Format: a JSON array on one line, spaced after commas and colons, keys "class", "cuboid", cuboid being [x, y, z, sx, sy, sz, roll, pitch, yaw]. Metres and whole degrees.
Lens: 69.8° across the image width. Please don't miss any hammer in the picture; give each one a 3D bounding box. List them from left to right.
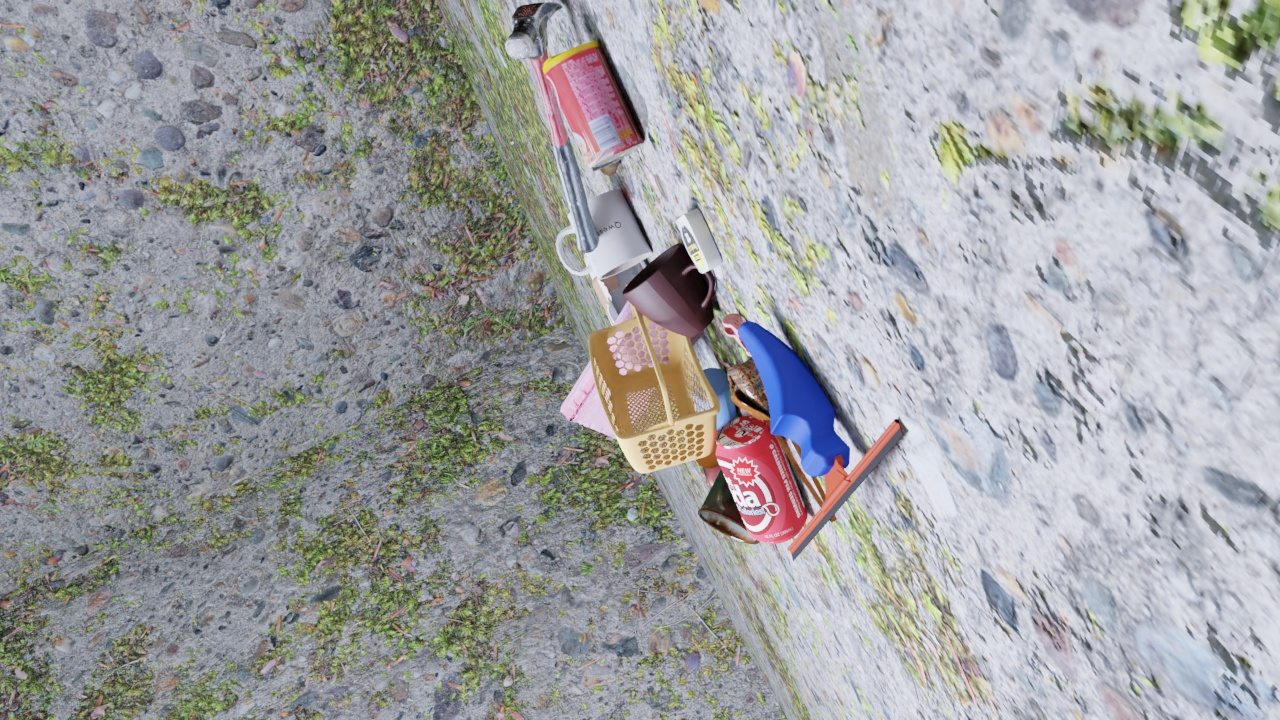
[{"class": "hammer", "cuboid": [-0.095, -0.273, 1.114, 0.140, 0.036, 0.327, -80, -17, -44]}]

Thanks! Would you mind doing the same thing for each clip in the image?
[{"class": "clip", "cuboid": [0.103, -0.030, 0.936, 0.060, 0.023, 0.044, 59, 168, 29]}]

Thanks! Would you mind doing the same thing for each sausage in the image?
[{"class": "sausage", "cuboid": [0.109, 0.105, 1.176, 0.040, 0.040, 0.156, 63, 158, 10]}]

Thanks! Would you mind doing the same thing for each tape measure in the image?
[{"class": "tape measure", "cuboid": [0.059, -0.122, 0.939, 0.065, 0.016, 0.064, 64, 174, -4]}]

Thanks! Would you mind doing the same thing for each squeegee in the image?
[{"class": "squeegee", "cuboid": [0.136, 0.042, 0.791, 0.184, 0.055, 0.250, 61, 156, 25]}]

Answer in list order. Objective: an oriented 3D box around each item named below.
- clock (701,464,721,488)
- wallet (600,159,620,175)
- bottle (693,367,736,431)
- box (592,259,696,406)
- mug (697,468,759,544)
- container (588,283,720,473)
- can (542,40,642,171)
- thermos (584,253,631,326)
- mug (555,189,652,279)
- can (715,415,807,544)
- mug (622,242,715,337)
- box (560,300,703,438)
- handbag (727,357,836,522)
[{"class": "clock", "cuboid": [0.132, 0.173, 1.299, 0.156, 0.062, 0.110, -83, -31, -76]}, {"class": "wallet", "cuboid": [-0.055, -0.299, 1.144, 0.121, 0.027, 0.099, 65, 169, 3]}, {"class": "bottle", "cuboid": [0.102, 0.066, 1.206, 0.048, 0.048, 0.131, 59, 172, 39]}, {"class": "box", "cuboid": [0.012, -0.042, 1.359, 0.217, 0.114, 0.096, 63, 154, 2]}, {"class": "mug", "cuboid": [0.123, 0.170, 1.154, 0.085, 0.081, 0.111, 17, 157, 31]}, {"class": "container", "cuboid": [0.011, 0.018, 1.089, 0.167, 0.129, 0.183, 78, 176, -46]}, {"class": "can", "cuboid": [-0.051, -0.276, 0.995, 0.124, 0.066, 0.067, 65, 174, -7]}, {"class": "thermos", "cuboid": [-0.035, -0.116, 1.557, 0.230, 0.068, 0.101, 69, -175, -47]}, {"class": "mug", "cuboid": [-0.058, -0.166, 1.270, 0.096, 0.120, 0.083, 64, -168, 1]}, {"class": "can", "cuboid": [0.140, 0.139, 1.062, 0.142, 0.074, 0.074, 66, 174, -22]}, {"class": "mug", "cuboid": [0.048, -0.074, 1.022, 0.088, 0.086, 0.114, 48, 145, -12]}, {"class": "box", "cuboid": [-0.006, 0.010, 1.247, 0.107, 0.233, 0.099, 39, -146, 7]}, {"class": "handbag", "cuboid": [0.149, 0.089, 0.973, 0.195, 0.043, 0.093, 60, 176, 1]}]
